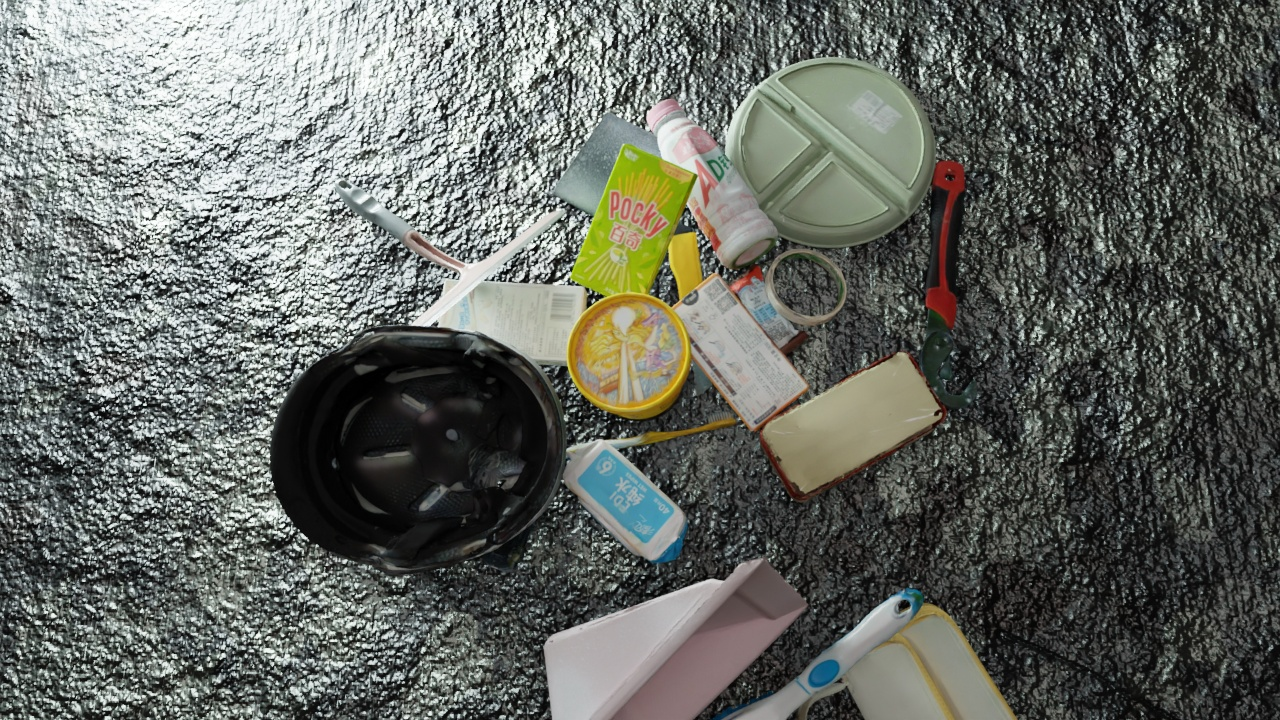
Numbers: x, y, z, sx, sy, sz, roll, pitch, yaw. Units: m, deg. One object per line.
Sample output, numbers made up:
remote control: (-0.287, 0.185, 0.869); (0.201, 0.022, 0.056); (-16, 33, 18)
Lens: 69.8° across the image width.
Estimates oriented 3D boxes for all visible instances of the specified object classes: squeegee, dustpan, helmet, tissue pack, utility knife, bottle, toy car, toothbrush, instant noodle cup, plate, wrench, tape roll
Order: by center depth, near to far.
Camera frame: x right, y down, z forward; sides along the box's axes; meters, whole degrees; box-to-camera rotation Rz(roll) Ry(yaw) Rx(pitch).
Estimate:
dustpan: (0.029, 0.294, 0.795); (0.274, 0.222, 0.138); (-21, 61, 13)
helmet: (-0.192, 0.081, 0.883); (0.274, 0.156, 0.230); (-11, 84, 13)
tissue pack: (-0.015, 0.140, 0.899); (0.140, 0.090, 0.063); (41, 82, 14)
instant noodle cup: (-0.005, 0.005, 0.920); (0.118, 0.114, 0.118); (-2, 75, 7)
toy car: (-0.129, 0.171, 0.933); (0.043, 0.034, 0.090); (13, 64, 13)
toothbrush: (0.005, 0.078, 0.952); (0.191, 0.016, 0.018); (-11, 63, 3)
wrench: (0.320, -0.083, 0.958); (0.056, 0.016, 0.273); (3, 76, 5)
tape roll: (0.173, -0.077, 0.960); (0.085, 0.014, 0.085); (4, 66, -9)
utility knife: (0.054, -0.057, 0.981); (0.033, 0.015, 0.195); (-9, 77, 9)
bottle: (0.071, -0.194, 0.986); (0.068, 0.068, 0.197); (-29, 75, -2)
plate: (0.208, -0.233, 1.005); (0.230, 0.027, 0.230); (-1, 76, 5)
squeegee: (-0.252, -0.139, 1.021); (0.250, 0.040, 0.247); (32, 59, 23)

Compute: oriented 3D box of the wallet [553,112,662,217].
wallet: (-0.027, -0.212, 1.031); (0.097, 0.019, 0.120); (30, 79, 11)

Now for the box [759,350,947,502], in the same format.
box: (0.205, 0.063, 0.900); (0.168, 0.080, 0.091); (-29, 75, -2)

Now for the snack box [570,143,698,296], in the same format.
snack box: (-0.008, -0.141, 0.972); (0.086, 0.026, 0.156); (27, 106, 12)

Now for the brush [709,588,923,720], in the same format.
brush: (0.126, 0.312, 0.828); (0.314, 0.109, 0.060); (-38, 72, -4)

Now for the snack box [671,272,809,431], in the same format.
snack box: (0.097, -0.009, 0.942); (0.075, 0.026, 0.153); (-39, 82, 7)

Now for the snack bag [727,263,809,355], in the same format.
snack bag: (0.131, -0.051, 0.965); (0.048, 0.026, 0.104); (-36, 76, 5)

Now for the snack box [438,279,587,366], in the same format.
snack box: (-0.139, -0.041, 0.993); (0.157, 0.027, 0.084); (3, 76, 7)

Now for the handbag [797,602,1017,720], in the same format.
handbag: (0.240, 0.329, 0.839); (0.179, 0.063, 0.163); (-29, 73, 2)
